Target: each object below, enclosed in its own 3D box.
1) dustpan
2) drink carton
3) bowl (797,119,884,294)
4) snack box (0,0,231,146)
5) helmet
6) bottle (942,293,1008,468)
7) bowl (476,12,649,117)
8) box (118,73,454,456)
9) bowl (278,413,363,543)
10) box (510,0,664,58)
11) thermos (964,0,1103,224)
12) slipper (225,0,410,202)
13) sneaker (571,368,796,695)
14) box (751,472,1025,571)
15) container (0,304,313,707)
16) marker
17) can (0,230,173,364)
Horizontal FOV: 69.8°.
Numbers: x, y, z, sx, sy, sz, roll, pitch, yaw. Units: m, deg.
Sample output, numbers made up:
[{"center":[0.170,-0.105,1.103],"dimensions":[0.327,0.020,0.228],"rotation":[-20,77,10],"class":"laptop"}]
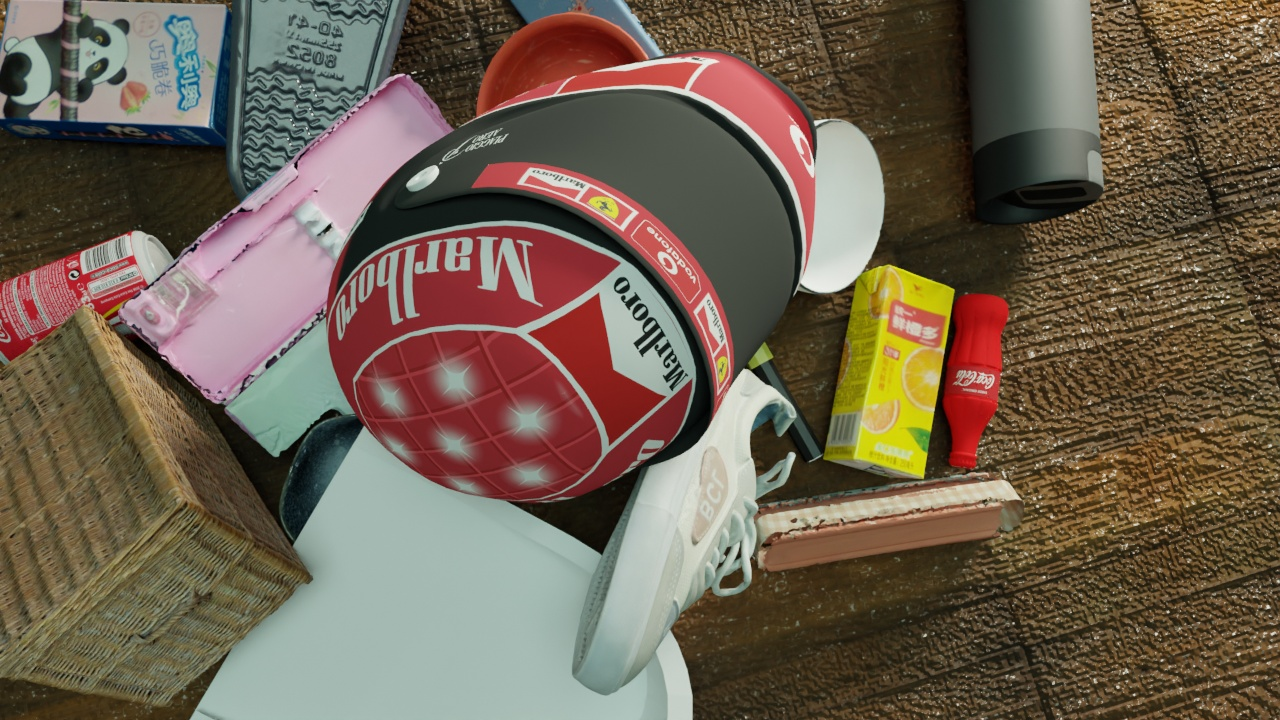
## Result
[{"center":[-0.094,0.185,0.537],"dimensions":[0.257,0.053,0.191],"rotation":[31,78,-15],"class":"dustpan"},{"center":[0.169,0.008,0.623],"dimensions":[0.058,0.043,0.134],"rotation":[16,79,-18],"class":"drink carton"},{"center":[0.106,-0.103,0.618],"dimensions":[0.113,0.063,0.113],"rotation":[-10,106,-40],"class":"bowl"},{"center":[-0.347,-0.193,0.612],"dimensions":[0.154,0.033,0.088],"rotation":[4,81,4],"class":"snack box"},{"center":[-0.044,-0.035,0.495],"dimensions":[0.272,0.224,0.198],"rotation":[-15,123,30],"class":"helmet"},{"center":[0.229,0.015,0.634],"dimensions":[0.036,0.036,0.119],"rotation":[11,81,-3],"class":"bottle"},{"center":[-0.043,-0.163,0.622],"dimensions":[0.131,0.045,0.130],"rotation":[2,99,15],"class":"bowl"},{"center":[-0.186,-0.052,0.594],"dimensions":[0.230,0.035,0.159],"rotation":[-46,114,-14],"class":"box"},{"center":[-0.167,0.084,0.576],"dimensions":[0.110,0.055,0.110],"rotation":[1,86,-19],"class":"bowl"},{"center":[-0.051,-0.255,0.644],"dimensions":[0.068,0.059,0.210],"rotation":[-36,85,-6],"class":"box"},{"center":[0.276,-0.224,0.652],"dimensions":[0.082,0.082,0.240],"rotation":[1,81,-5],"class":"thermos"},{"center":[-0.214,-0.223,0.622],"dimensions":[0.110,0.083,0.268],"rotation":[9,98,-14],"class":"slipper"},{"center":[0.037,0.091,0.541],"dimensions":[0.091,0.090,0.241],"rotation":[26,47,-1],"class":"sneaker"},{"center":[0.160,0.107,0.619],"dimensions":[0.188,0.063,0.056],"rotation":[-5,117,-8],"class":"box"},{"center":[-0.287,0.080,0.504],"dimensions":[0.113,0.113,0.198],"rotation":[-42,52,-9],"class":"container"},{"center":[0.091,0.012,0.632],"dimensions":[0.021,0.017,0.124],"rotation":[-29,86,-8],"class":"marker"},{"center":[-0.349,-0.035,0.580],"dimensions":[0.104,0.064,0.064],"rotation":[-24,84,-8],"class":"can"}]
